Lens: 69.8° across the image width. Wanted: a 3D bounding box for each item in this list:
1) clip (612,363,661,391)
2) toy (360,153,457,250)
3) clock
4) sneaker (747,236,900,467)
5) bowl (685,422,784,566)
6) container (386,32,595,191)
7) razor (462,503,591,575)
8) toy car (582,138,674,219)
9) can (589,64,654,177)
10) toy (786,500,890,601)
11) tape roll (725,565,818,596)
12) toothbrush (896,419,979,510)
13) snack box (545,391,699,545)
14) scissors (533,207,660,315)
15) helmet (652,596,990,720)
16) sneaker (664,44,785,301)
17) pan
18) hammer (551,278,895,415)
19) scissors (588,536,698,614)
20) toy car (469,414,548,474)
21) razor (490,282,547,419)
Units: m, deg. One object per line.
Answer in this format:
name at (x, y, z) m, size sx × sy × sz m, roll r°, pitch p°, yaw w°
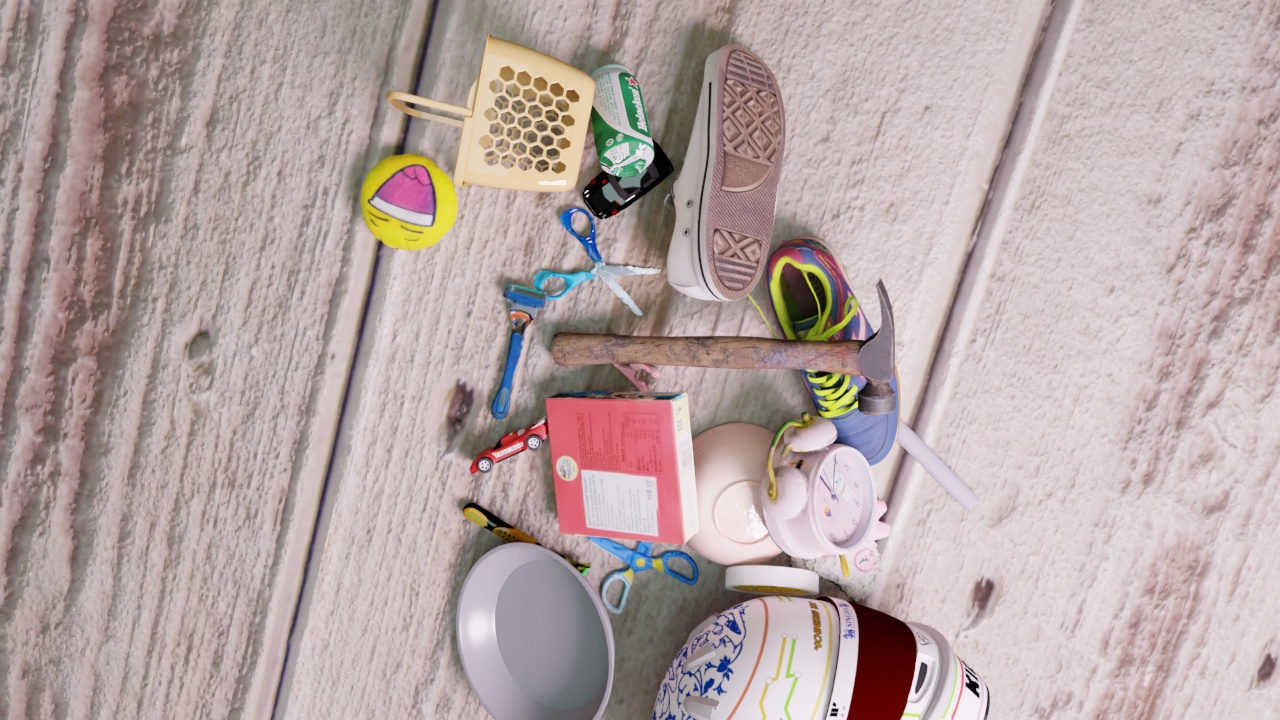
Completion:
clip at (-0.009, 0.013, 0.932) m, size 0.060 × 0.023 × 0.045 m, roll 13°, pitch 99°, yaw -7°
toy at (-0.225, -0.153, 0.890) m, size 0.095 × 0.041 × 0.094 m, roll 22°, pitch 94°, yaw -2°
clock at (0.165, 0.120, 0.873) m, size 0.158 × 0.059 × 0.116 m, roll 50°, pitch 56°, yaw -28°
sneaker at (0.178, 0.001, 0.891) m, size 0.116 × 0.090 × 0.242 m, roll -19°, pitch 98°, yaw 26°
bowl at (0.102, 0.144, 0.926) m, size 0.153 × 0.076 × 0.153 m, roll 0°, pitch 99°, yaw -2°
container at (-0.135, -0.215, 0.811) m, size 0.167 × 0.183 × 0.129 m, roll 11°, pitch 99°, yaw -10°
razor at (-0.122, 0.190, 0.957) m, size 0.144 × 0.021 × 0.044 m, roll 33°, pitch 116°, yaw -7°
toy car at (-0.014, -0.175, 0.892) m, size 0.092 × 0.036 × 0.042 m, roll -35°, pitch 98°, yaw 4°
can at (-0.020, -0.223, 0.857) m, size 0.053 × 0.053 × 0.101 m, roll -12°, pitch 67°, yaw 1°
toy at (0.215, 0.189, 0.956) m, size 0.095 × 0.041 × 0.109 m, roll 24°, pitch 92°, yaw -3°
tape roll at (0.133, 0.225, 0.932) m, size 0.094 × 0.094 × 0.019 m, roll 5°, pitch 70°, yaw -2°
toothbrush at (0.281, 0.085, 0.948) m, size 0.188 × 0.018 × 0.019 m, roll 44°, pitch 91°, yaw -7°
snack box at (-0.019, 0.103, 0.905) m, size 0.145 × 0.040 × 0.142 m, roll 0°, pitch 101°, yaw 28°
scissors at (-0.041, -0.100, 0.916) m, size 0.129 × 0.014 × 0.119 m, roll 2°, pitch 99°, yaw -3°
helmet at (0.139, 0.342, 0.877) m, size 0.236 × 0.230 × 0.315 m, roll 37°, pitch 107°, yaw -5°
sneaker at (0.070, -0.173, 0.877) m, size 0.091 × 0.097 × 0.245 m, roll 9°, pitch 83°, yaw -37°
pan at (-0.058, 0.337, 0.889) m, size 0.356 × 0.050 × 0.201 m, roll 51°, pitch 117°, yaw 21°
hammer at (0.070, -0.016, 0.863) m, size 0.331 × 0.033 × 0.120 m, roll 2°, pitch 105°, yaw 19°
scissors at (-0.001, 0.215, 0.969) m, size 0.125 × 0.013 × 0.130 m, roll 28°, pitch 95°, yaw -6°
toy car at (-0.132, 0.087, 0.931) m, size 0.089 × 0.038 × 0.025 m, roll -25°, pitch 96°, yaw 3°
razor at (-0.130, -0.007, 0.927) m, size 0.044 × 0.018 × 0.141 m, roll 16°, pitch 102°, yaw 3°
